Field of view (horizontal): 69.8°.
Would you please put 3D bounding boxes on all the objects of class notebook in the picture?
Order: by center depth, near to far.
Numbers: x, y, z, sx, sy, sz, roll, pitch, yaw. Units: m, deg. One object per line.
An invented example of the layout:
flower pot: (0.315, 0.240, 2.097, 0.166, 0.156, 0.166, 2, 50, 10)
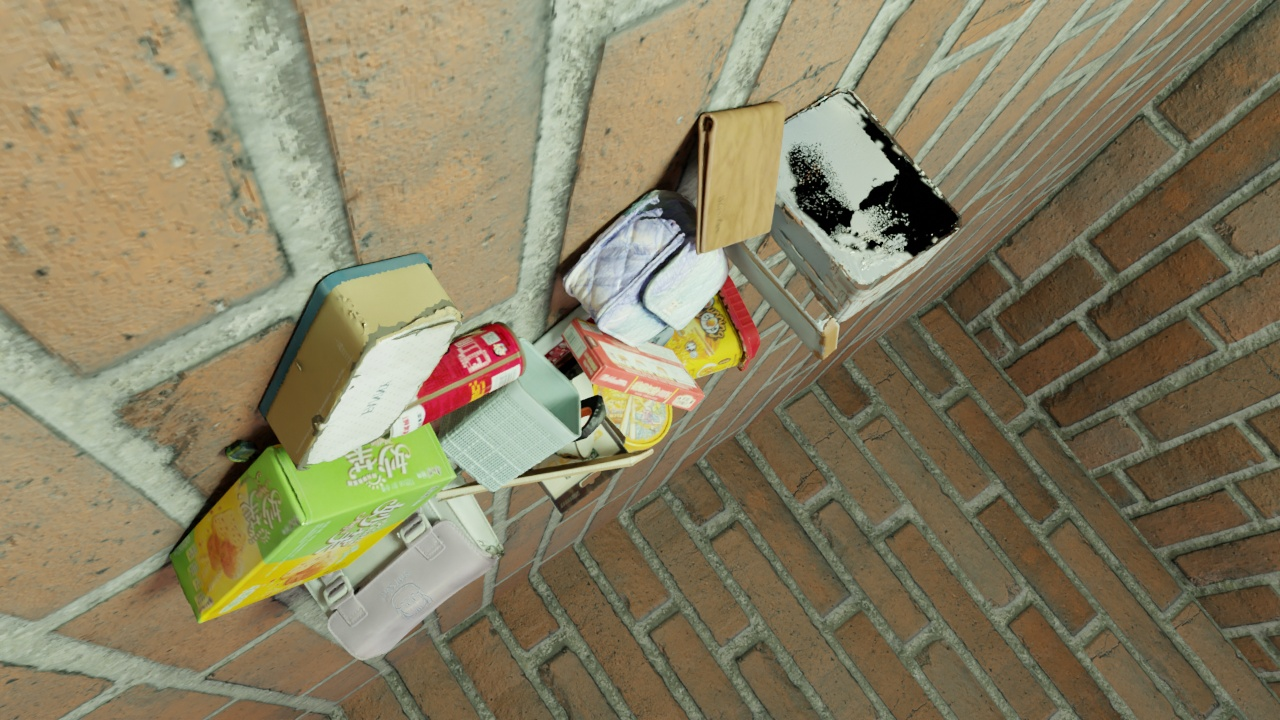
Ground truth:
notebook: (-0.099, 0.123, 1.010, 0.212, 0.012, 0.149, -11, 177, 9)

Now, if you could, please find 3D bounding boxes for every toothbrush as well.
toothbrush: (-0.287, 0.081, 0.766, 0.017, 0.012, 0.186, -36, 168, 1)

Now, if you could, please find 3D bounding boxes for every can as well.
can: (-0.163, 0.016, 0.765, 0.132, 0.053, 0.053, -28, 165, -33)

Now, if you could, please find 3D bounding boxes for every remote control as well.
remote control: (-0.093, -0.010, 0.940, 0.136, 0.020, 0.056, -39, 168, 10)

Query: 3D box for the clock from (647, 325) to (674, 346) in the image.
clock: (-0.001, -0.034, 1.022, 0.121, 0.055, 0.082, -30, 165, -32)

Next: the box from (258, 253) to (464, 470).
box: (-0.192, 0.001, 0.630, 0.089, 0.060, 0.185, -23, 160, -49)

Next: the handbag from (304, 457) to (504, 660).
handbag: (-0.269, 0.221, 1.028, 0.197, 0.145, 0.098, -39, 170, 8)

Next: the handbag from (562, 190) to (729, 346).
handbag: (0.015, -0.077, 0.851, 0.134, 0.075, 0.193, -43, 168, 7)

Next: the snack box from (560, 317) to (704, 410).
snack box: (-0.005, 0.005, 0.925, 0.152, 0.075, 0.025, 17, 120, -46)

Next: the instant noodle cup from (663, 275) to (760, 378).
instant noodle cup: (0.066, -0.030, 1.115, 0.123, 0.116, 0.116, -23, 166, -6)

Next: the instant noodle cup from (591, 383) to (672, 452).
instant noodle cup: (-0.037, 0.077, 1.211, 0.118, 0.118, 0.115, -26, 171, -39)

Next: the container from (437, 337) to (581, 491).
container: (-0.128, 0.056, 0.878, 0.112, 0.090, 0.089, -37, -154, 15)

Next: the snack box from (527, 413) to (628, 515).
snack box: (-0.087, 0.100, 1.107, 0.113, 0.125, 0.053, -38, 179, 7)

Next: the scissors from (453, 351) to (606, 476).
scissors: (-0.119, 0.055, 0.967, 0.222, 0.021, 0.210, 1, -122, 42)

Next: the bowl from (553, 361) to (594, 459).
bowl: (-0.092, 0.055, 1.028, 0.062, 0.113, 0.113, -2, 172, 9)

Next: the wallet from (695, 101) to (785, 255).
wallet: (0.081, -0.151, 0.757, 0.101, 0.020, 0.115, -24, 125, -44)

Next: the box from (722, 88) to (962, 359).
box: (0.172, -0.115, 0.894, 0.156, 0.183, 0.194, -33, 167, -13)

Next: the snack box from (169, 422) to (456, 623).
snack box: (-0.283, 0.134, 0.790, 0.211, 0.070, 0.157, -38, 166, 34)
